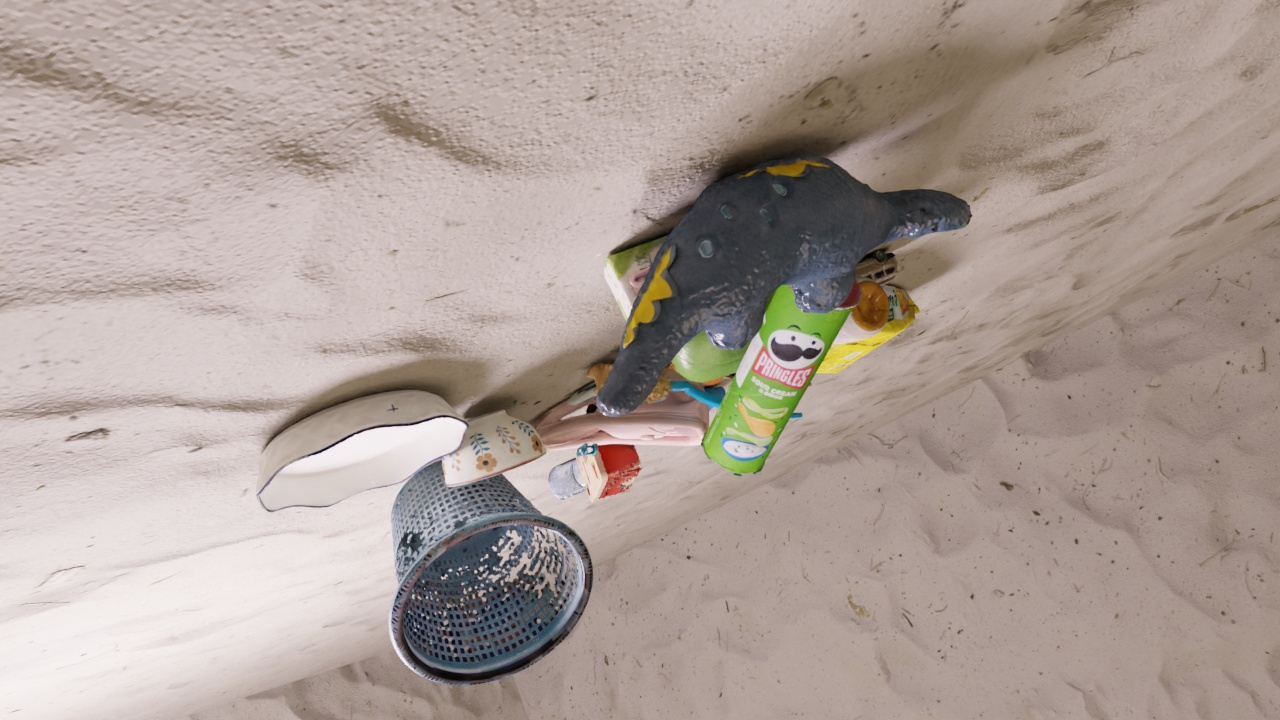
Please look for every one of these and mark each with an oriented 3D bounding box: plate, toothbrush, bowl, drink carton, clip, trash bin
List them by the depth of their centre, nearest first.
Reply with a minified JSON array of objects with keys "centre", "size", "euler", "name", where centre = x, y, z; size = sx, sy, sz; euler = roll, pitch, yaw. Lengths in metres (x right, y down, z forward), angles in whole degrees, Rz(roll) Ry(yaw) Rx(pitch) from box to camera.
[{"centre":[0.035,-0.079,0.768],"size":[0.122,0.053,0.046],"euler":[-21,163,-13],"name":"drink carton"},{"centre":[-0.270,0.086,0.886],"size":[0.204,0.045,0.205],"euler":[-23,165,-7],"name":"plate"},{"centre":[-0.165,0.090,0.999],"size":[0.113,0.062,0.113],"euler":[-18,-179,0],"name":"bowl"},{"centre":[-0.195,0.220,1.057],"size":[0.226,0.195,0.227],"euler":[-13,121,-22],"name":"trash bin"},{"centre":[-0.006,0.006,1.067],"size":[0.192,0.016,0.018],"euler":[-28,154,14],"name":"toothbrush"},{"centre":[-0.065,0.112,1.149],"size":[0.041,0.014,0.056],"euler":[0,168,-14],"name":"clip"}]

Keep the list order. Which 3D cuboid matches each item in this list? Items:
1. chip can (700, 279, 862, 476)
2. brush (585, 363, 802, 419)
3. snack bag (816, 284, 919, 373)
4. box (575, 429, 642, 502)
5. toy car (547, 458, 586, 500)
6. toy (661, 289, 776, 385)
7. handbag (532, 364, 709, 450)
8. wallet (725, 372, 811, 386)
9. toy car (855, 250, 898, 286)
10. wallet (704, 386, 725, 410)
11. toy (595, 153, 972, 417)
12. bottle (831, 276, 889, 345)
[{"centre":[0.128,0.012,0.875],"size":[0.072,0.072,0.237],"euler":[-14,142,-33],"name":"chip can"},{"centre":[0.063,0.042,1.036],"size":[0.254,0.046,0.083],"euler":[13,172,-14],"name":"brush"},{"centre":[0.275,-0.039,1.236],"size":[0.158,0.068,0.246],"euler":[-32,164,28],"name":"snack bag"},{"centre":[-0.040,0.143,1.329],"size":[0.079,0.091,0.169],"euler":[-17,164,-13],"name":"box"},{"centre":[-0.087,0.177,1.444],"size":[0.120,0.054,0.037],"euler":[-23,168,0],"name":"toy car"},{"centre":[0.095,-0.039,0.928],"size":[0.246,0.090,0.228],"euler":[-20,154,-26],"name":"toy"},{"centre":[-0.030,0.074,1.168],"size":[0.234,0.093,0.193],"euler":[-13,166,5],"name":"handbag"},{"centre":[0.150,0.017,1.195],"size":[0.115,0.020,0.101],"euler":[17,-167,42],"name":"wallet"},{"centre":[0.255,-0.098,1.069],"size":[0.090,0.035,0.042],"euler":[-18,163,-11],"name":"toy car"},{"centre":[0.053,0.078,1.358],"size":[0.132,0.040,0.107],"euler":[-6,152,-47],"name":"wallet"},{"centre":[0.105,-0.085,0.713],"size":[0.355,0.138,0.091],"euler":[-26,-164,-16],"name":"toy"},{"centre":[0.203,-0.048,1.050],"size":[0.067,0.068,0.190],"euler":[-17,-179,-26],"name":"bottle"}]
